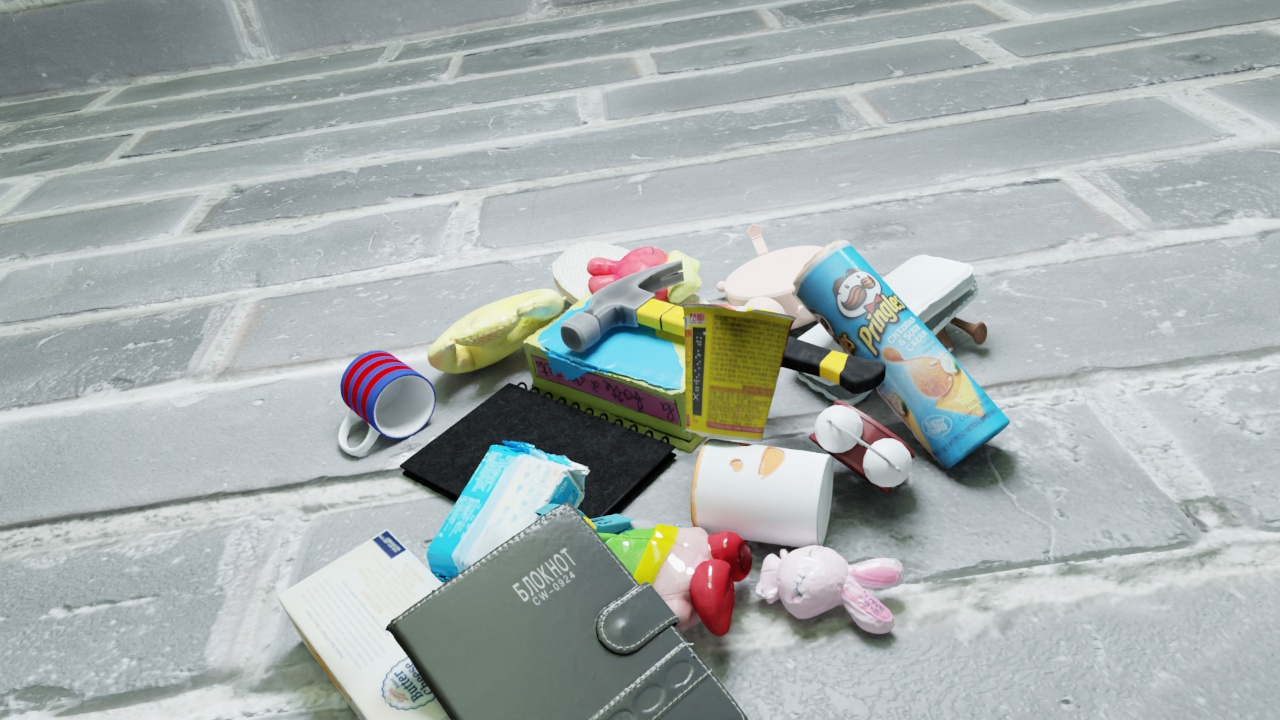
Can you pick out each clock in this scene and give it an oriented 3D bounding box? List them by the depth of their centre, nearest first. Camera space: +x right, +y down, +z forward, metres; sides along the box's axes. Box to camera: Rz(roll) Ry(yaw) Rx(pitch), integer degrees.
[{"bbox_3d":[0.192,0.074,0.792,0.087,0.124,0.044,36,90,14],"label":"clock"},{"bbox_3d":[0.163,-0.092,1.058,0.131,0.086,0.160,-21,31,0],"label":"clock"}]

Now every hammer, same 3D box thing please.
[{"bbox_3d":[0.088,-0.028,0.906,0.325,0.034,0.169,19,42,35],"label":"hammer"}]

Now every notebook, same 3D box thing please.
[{"bbox_3d":[-0.047,0.215,0.630,0.169,0.030,0.209,-32,68,-27],"label":"notebook"},{"bbox_3d":[-0.101,0.097,0.910,0.232,0.019,0.168,18,43,35],"label":"notebook"}]

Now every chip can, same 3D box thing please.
[{"bbox_3d":[0.238,-0.007,0.859,0.079,0.080,0.229,-27,68,-25],"label":"chip can"}]

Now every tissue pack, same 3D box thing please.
[{"bbox_3d":[-0.110,0.138,0.788,0.093,0.062,0.144,10,57,29],"label":"tissue pack"}]

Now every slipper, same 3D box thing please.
[{"bbox_3d":[0.001,-0.066,1.099,0.114,0.054,0.273,-36,50,-28],"label":"slipper"}]

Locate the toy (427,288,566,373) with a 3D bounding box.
[{"bbox_3d":[-0.162,-0.037,1.051,0.170,0.064,0.155,-27,2,1],"label":"toy"}]

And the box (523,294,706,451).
[{"bbox_3d":[-0.006,0.006,0.977,0.221,0.079,0.124,14,40,35],"label":"box"}]

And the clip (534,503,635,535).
[{"bbox_3d":[-0.055,0.147,0.762,0.033,0.119,0.120,8,48,37],"label":"clip"}]

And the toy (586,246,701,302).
[{"bbox_3d":[0.004,-0.099,1.064,0.135,0.045,0.091,2,45,4],"label":"toy"}]

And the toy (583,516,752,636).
[{"bbox_3d":[0.016,0.155,0.727,0.132,0.097,0.123,-6,27,25],"label":"toy"}]

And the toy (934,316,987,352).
[{"bbox_3d":[0.313,-0.036,0.987,0.102,0.041,0.054,34,85,37],"label":"toy"}]

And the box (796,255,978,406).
[{"bbox_3d":[0.254,-0.043,0.959,0.213,0.063,0.118,-38,38,-9],"label":"box"}]

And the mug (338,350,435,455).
[{"bbox_3d":[-0.284,0.050,0.988,0.076,0.075,0.111,27,74,42],"label":"mug"}]

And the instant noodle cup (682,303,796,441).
[{"bbox_3d":[0.080,0.011,0.802,0.100,0.112,0.100,6,0,0],"label":"instant noodle cup"}]

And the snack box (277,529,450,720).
[{"bbox_3d":[-0.183,0.221,0.703,0.104,0.057,0.208,-31,38,-30],"label":"snack box"}]

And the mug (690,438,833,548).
[{"bbox_3d":[0.104,0.112,0.776,0.105,0.082,0.082,5,35,20],"label":"mug"}]

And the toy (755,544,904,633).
[{"bbox_3d":[0.145,0.172,0.709,0.110,0.047,0.063,7,44,17],"label":"toy"}]
